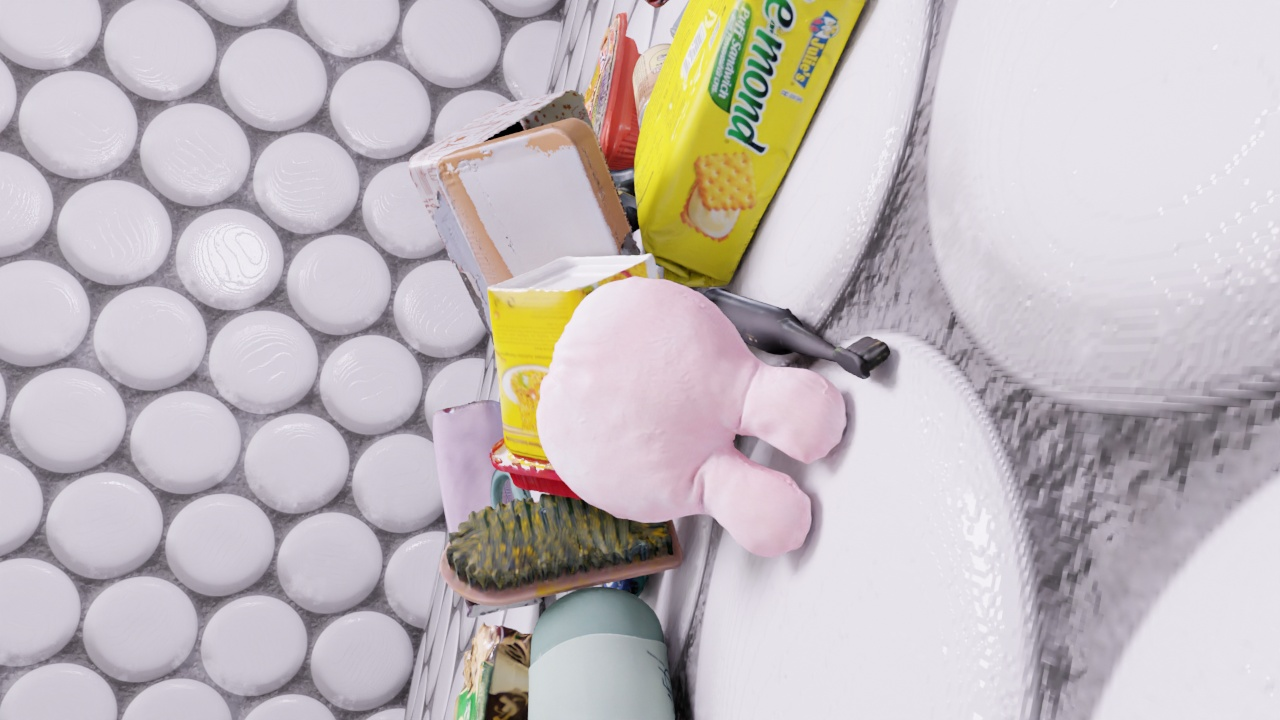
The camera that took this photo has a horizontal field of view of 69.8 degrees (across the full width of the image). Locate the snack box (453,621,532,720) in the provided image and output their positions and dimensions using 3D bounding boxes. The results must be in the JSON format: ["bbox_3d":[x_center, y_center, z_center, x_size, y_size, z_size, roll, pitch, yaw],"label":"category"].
[{"bbox_3d":[-0.065,0.245,0.601,0.118,0.105,0.117,121,156,-55],"label":"snack box"}]

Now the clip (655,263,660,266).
[{"bbox_3d":[0.019,-0.082,0.745,0.057,0.045,0.014,-136,63,-72],"label":"clip"}]

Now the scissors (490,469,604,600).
[{"bbox_3d":[-0.061,0.112,0.779,0.170,0.019,0.181,43,105,40],"label":"scissors"}]

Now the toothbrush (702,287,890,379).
[{"bbox_3d":[0.070,-0.016,0.468,0.026,0.027,0.212,60,173,-14],"label":"toothbrush"}]

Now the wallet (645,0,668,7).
[{"bbox_3d":[0.054,-0.313,0.635,0.125,0.032,0.101,-40,18,53],"label":"wallet"}]

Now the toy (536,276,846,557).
[{"bbox_3d":[0.019,0.029,0.442,0.054,0.159,0.121,-2,-66,-57],"label":"toy"}]

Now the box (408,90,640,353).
[{"bbox_3d":[-0.045,-0.101,0.674,0.198,0.181,0.157,-1,31,40],"label":"box"}]

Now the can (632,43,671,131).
[{"bbox_3d":[0.025,-0.220,0.768,0.116,0.058,0.059,-96,23,-53],"label":"can"}]

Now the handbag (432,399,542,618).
[{"bbox_3d":[-0.154,0.153,0.942,0.145,0.098,0.196,92,166,-72],"label":"handbag"}]

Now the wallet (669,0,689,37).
[{"bbox_3d":[0.066,-0.280,0.706,0.107,0.037,0.129,-60,19,20],"label":"wallet"}]

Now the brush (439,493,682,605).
[{"bbox_3d":[-0.051,0.115,0.569,0.073,0.145,0.063,89,166,-60],"label":"brush"}]

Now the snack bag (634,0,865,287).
[{"bbox_3d":[0.058,-0.176,0.576,0.157,0.068,0.247,-93,22,-49],"label":"snack bag"}]

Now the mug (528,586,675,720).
[{"bbox_3d":[-0.019,0.202,0.531,0.106,0.082,0.112,-100,-5,-58],"label":"mug"}]

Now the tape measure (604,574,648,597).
[{"bbox_3d":[-0.006,0.137,0.632,0.055,0.025,0.058,131,153,-67],"label":"tape measure"}]

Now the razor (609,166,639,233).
[{"bbox_3d":[-0.050,-0.124,0.845,0.167,0.067,0.062,-44,-12,-35],"label":"razor"}]

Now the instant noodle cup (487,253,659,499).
[{"bbox_3d":[-0.030,0.005,0.551,0.116,0.115,0.124,4,112,37],"label":"instant noodle cup"}]

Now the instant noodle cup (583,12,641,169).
[{"bbox_3d":[-0.028,-0.239,0.954,0.189,0.079,0.164,133,147,-65],"label":"instant noodle cup"}]
